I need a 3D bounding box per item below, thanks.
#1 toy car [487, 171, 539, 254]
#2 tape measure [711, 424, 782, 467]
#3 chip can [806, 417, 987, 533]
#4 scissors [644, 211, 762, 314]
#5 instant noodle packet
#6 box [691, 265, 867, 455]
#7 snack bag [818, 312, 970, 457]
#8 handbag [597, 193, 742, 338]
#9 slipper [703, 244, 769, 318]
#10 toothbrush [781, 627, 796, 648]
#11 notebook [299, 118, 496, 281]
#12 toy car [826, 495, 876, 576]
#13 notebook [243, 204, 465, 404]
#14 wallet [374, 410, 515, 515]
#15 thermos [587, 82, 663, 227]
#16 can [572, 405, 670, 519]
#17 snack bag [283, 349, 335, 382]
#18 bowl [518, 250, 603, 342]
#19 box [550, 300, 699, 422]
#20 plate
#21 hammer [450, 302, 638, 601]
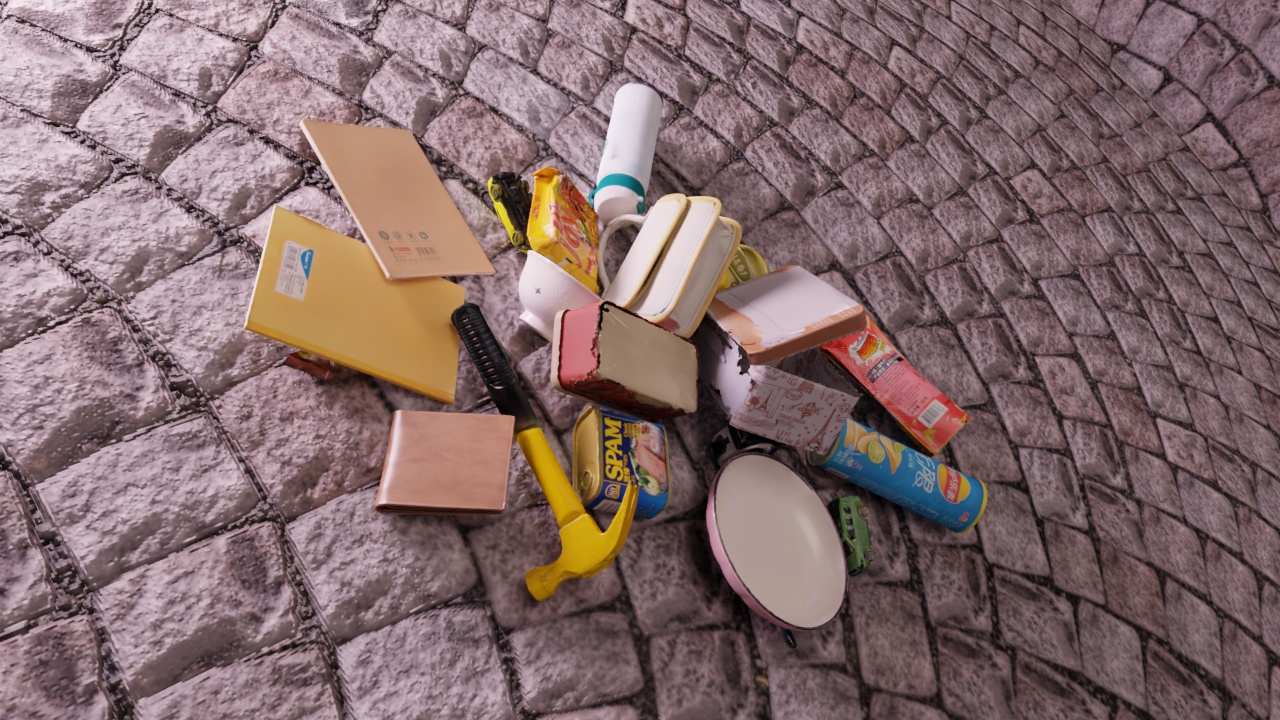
[{"bbox_3d":[-0.141,-0.167,1.053,0.048,0.032,0.105,-22,84,-43],"label":"toy car"},{"bbox_3d":[0.112,0.091,1.000,0.065,0.066,0.033,13,49,-43],"label":"tape measure"},{"bbox_3d":[0.303,0.132,1.085,0.210,0.071,0.071,26,49,-13],"label":"chip can"},{"bbox_3d":[0.083,-0.115,1.165,0.224,0.015,0.189,-5,62,-35],"label":"scissors"},{"bbox_3d":[-0.083,-0.146,1.039,0.110,0.044,0.128,42,35,-42],"label":"instant noodle packet"},{"bbox_3d":[0.149,-0.026,0.993,0.150,0.166,0.182,19,19,-24],"label":"box"},{"bbox_3d":[0.325,0.027,1.183,0.208,0.073,0.128,46,43,12],"label":"snack bag"},{"bbox_3d":[0.007,-0.115,1.041,0.063,0.179,0.163,43,69,-48],"label":"handbag"},{"bbox_3d":[0.099,-0.110,1.106,0.190,0.082,0.091,-20,72,-43],"label":"slipper"},{"bbox_3d":[0.117,0.211,0.958,0.014,0.016,0.189,-7,65,-45],"label":"toothbrush"},{"bbox_3d":[-0.255,-0.172,0.977,0.147,0.008,0.207,-12,65,-54],"label":"notebook"},{"bbox_3d":[0.231,0.194,1.017,0.036,0.043,0.091,15,51,-26],"label":"toy car"},{"bbox_3d":[-0.263,-0.052,0.878,0.206,0.010,0.145,24,48,-34],"label":"notebook"},{"bbox_3d":[-0.174,0.092,0.829,0.115,0.020,0.101,3,55,-1],"label":"wallet"},{"bbox_3d":[-0.018,-0.262,1.173,0.073,0.073,0.223,23,50,-16],"label":"thermos"},{"bbox_3d":[-0.019,0.104,0.919,0.083,0.057,0.102,15,53,-25],"label":"can"},{"bbox_3d":[-0.293,-0.028,0.865,0.048,0.026,0.104,24,49,-10],"label":"snack bag"},{"bbox_3d":[-0.089,-0.056,0.973,0.118,0.118,0.064,36,86,-4],"label":"bowl"},{"bbox_3d":[-0.006,0.005,0.931,0.168,0.078,0.091,23,63,-49],"label":"box"},{"bbox_3d":[0.136,0.189,0.949,0.192,0.039,0.192,26,45,-29],"label":"plate"},{"bbox_3d":[-0.106,0.068,0.873,0.129,0.033,0.300,-31,67,0],"label":"hammer"}]
